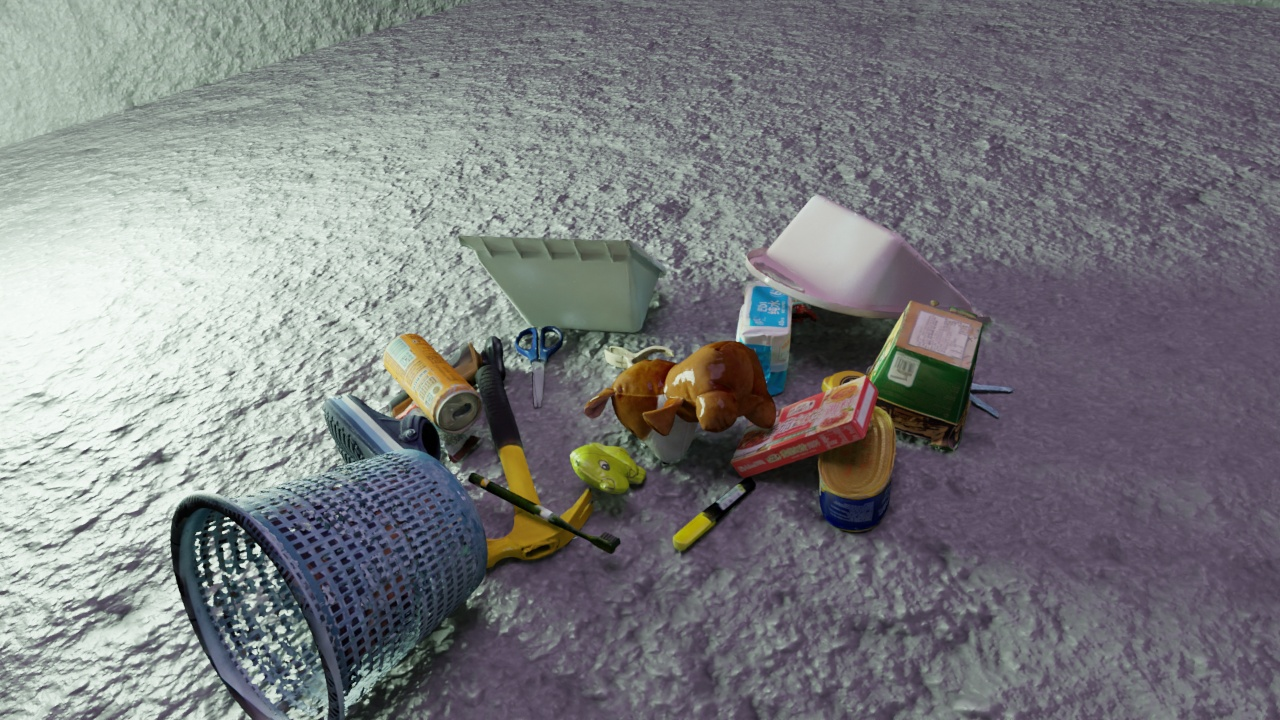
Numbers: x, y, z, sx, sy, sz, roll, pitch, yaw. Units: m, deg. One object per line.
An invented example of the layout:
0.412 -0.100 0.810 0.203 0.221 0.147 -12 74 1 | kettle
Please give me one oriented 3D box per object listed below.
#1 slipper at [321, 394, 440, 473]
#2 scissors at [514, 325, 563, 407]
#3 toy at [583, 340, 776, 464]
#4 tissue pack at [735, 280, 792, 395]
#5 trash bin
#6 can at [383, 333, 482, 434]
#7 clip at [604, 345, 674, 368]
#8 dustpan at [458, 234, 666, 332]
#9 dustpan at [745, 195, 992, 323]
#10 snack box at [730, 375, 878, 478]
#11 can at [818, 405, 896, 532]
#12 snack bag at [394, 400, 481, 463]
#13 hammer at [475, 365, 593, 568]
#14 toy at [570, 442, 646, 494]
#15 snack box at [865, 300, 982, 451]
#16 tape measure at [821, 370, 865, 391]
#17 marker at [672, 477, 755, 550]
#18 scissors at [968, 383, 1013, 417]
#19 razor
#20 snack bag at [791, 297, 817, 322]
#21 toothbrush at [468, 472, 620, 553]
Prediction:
-0.253 0.096 0.973 0.095 0.105 0.253 -30 40 -29 | slipper
-0.141 0.008 1.170 0.106 0.012 0.174 8 38 18 | scissors
0.044 0.047 0.979 0.200 0.130 0.140 -2 -4 40 | toy
0.147 -0.029 1.099 0.063 0.090 0.139 5 35 8 | tissue pack
-0.247 0.179 0.782 0.227 0.227 0.194 19 29 33 | trash bin
-0.239 0.025 1.051 0.058 0.058 0.146 -26 42 -26 | can
-0.008 0.009 1.124 0.101 0.035 0.096 2 33 21 | clip
-0.079 -0.133 1.208 0.223 0.258 0.142 4 59 15 | dustpan
0.267 -0.096 1.159 0.139 0.273 0.222 -53 37 5 | dustpan
0.166 0.069 0.938 0.153 0.025 0.075 -26 21 39 | snack box
0.218 0.105 0.925 0.075 0.049 0.147 4 35 15 | can
-0.236 0.079 1.054 0.104 0.026 0.048 30 50 16 | snack bag
-0.140 0.101 1.000 0.128 0.033 0.300 -14 38 -12 | hammer
-0.037 0.110 0.951 0.100 0.031 0.097 15 17 -43 | toy
0.302 0.009 0.975 0.118 0.106 0.117 19 48 15 | snack box
0.238 0.040 1.035 0.057 0.029 0.060 -15 50 -18 | tape measure
0.076 0.152 0.916 0.018 0.015 0.123 24 41 36 | marker
0.350 0.031 1.044 0.125 0.017 0.133 -20 40 -22 | scissors
-0.235 0.030 1.125 0.167 0.062 0.067 -34 73 -26 | razor
0.210 -0.077 1.217 0.045 0.026 0.105 -5 32 9 | snack bag
-0.097 0.146 0.898 0.186 0.012 0.017 20 38 30 | toothbrush
